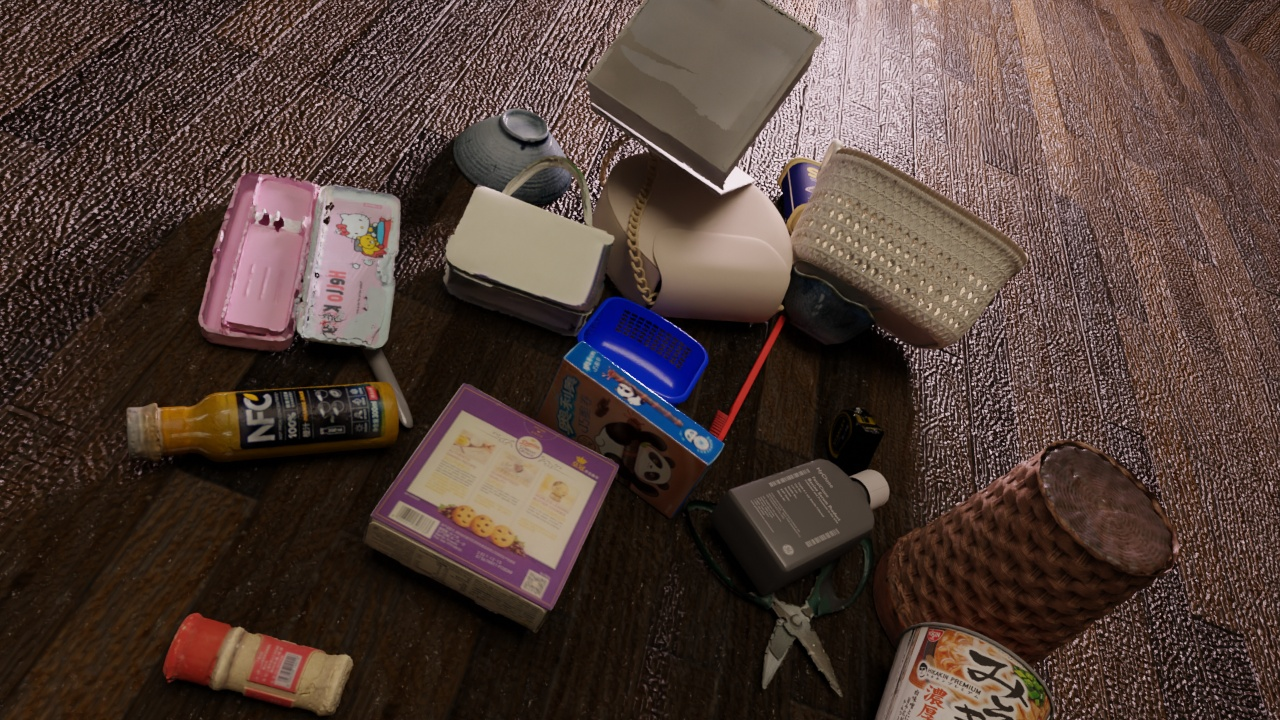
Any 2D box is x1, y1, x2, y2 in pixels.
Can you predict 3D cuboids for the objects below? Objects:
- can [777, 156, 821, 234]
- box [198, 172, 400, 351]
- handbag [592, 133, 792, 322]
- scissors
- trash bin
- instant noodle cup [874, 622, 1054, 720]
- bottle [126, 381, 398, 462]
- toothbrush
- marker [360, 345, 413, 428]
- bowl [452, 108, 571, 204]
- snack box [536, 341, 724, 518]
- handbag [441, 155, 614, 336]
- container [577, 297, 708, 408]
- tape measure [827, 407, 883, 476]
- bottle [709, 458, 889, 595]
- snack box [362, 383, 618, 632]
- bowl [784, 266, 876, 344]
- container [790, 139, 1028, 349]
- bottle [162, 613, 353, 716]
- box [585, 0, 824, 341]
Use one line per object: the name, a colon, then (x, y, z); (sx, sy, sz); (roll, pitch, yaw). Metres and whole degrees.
can: (0.235, -0.195, 1.157); (0.116, 0.057, 0.092); (15, 47, -14)
box: (-0.296, -0.088, 0.817); (0.152, 0.038, 0.200); (9, 48, -18)
handbag: (0.058, -0.139, 0.986); (0.210, 0.104, 0.208); (2, 50, -24)
scissors: (0.115, 0.183, 0.791); (0.202, 0.015, 0.201); (37, 43, 6)
trash bin: (0.312, 0.167, 0.761); (0.151, 0.211, 0.151); (14, 46, -15)
instant noodle cup: (0.227, 0.286, 0.689); (0.123, 0.124, 0.121); (37, 54, 9)
bottle: (-0.281, 0.047, 0.692); (0.185, 0.053, 0.053); (-3, 53, -28)
toothbrush: (0.111, 0.012, 0.943); (0.018, 0.012, 0.211); (31, 45, 3)
marker: (-0.222, 0.003, 0.789); (0.022, 0.016, 0.138); (5, 45, -53)
bowl: (-0.135, -0.240, 1.017); (0.137, 0.057, 0.136); (13, 47, -15)
snack box: (-0.011, 0.060, 0.787); (0.151, 0.087, 0.034); (36, 44, 8)
handbag: (-0.100, -0.123, 0.904); (0.151, 0.074, 0.175); (19, 64, -7)
container: (-0.005, 0.005, 0.860); (0.114, 0.058, 0.095); (31, 45, 3)
tape measure: (0.210, 0.078, 0.896); (0.034, 0.062, 0.061); (10, 30, -15)
bottle: (0.153, 0.135, 0.811); (0.173, 0.046, 0.083); (-14, 57, -37)
snack box: (-0.108, 0.106, 0.693); (0.143, 0.041, 0.147); (28, 45, -1)
bowl: (0.197, -0.052, 0.999); (0.110, 0.055, 0.110); (31, 5, -3)
container: (0.282, -0.121, 1.019); (0.246, 0.184, 0.143); (31, 89, 2)
bottle: (-0.242, 0.196, 0.586); (0.109, 0.044, 0.044); (19, 45, -10)
box: (0.035, -0.214, 1.022); (0.167, 0.423, 0.173); (36, 63, 7)
